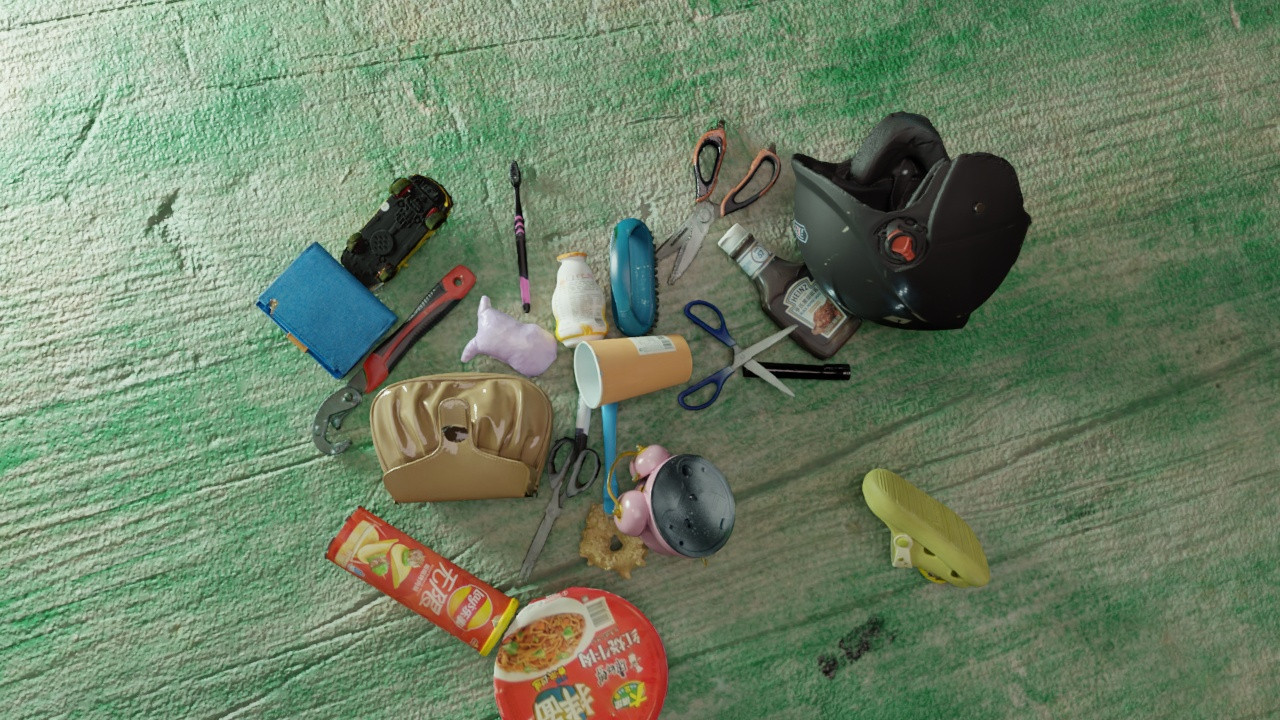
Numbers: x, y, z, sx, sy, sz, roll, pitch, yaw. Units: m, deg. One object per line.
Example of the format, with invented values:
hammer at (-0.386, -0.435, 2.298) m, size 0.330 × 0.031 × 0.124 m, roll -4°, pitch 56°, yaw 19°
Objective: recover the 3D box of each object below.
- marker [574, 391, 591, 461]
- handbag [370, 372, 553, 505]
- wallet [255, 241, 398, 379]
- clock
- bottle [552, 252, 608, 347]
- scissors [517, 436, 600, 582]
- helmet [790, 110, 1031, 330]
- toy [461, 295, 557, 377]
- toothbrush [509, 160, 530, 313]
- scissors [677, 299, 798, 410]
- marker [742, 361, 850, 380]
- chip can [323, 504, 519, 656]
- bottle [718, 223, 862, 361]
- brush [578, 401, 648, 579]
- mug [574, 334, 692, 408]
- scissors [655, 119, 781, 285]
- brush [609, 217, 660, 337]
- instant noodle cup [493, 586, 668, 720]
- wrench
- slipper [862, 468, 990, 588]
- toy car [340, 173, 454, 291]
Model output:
marker at (-0.065, 0.056, 1.091) m, size 0.018 × 0.023 × 0.130 m, roll 10°, pitch 84°, yaw -31°
handbag at (-0.200, 0.087, 1.037) m, size 0.204 × 0.100 × 0.147 m, roll -3°, pitch 87°, yaw -1°
wallet at (-0.365, -0.056, 1.068) m, size 0.133 × 0.040 × 0.106 m, roll 43°, pitch 89°, yaw -3°
clock at (0.030, 0.160, 1.041) m, size 0.158 × 0.060 × 0.117 m, roll 33°, pitch 58°, yaw -22°
bottle at (-0.073, -0.072, 1.082) m, size 0.063 × 0.063 × 0.108 m, roll -8°, pitch 85°, yaw -5°
scissors at (-0.095, 0.177, 1.062) m, size 0.137 × 0.014 × 0.174 m, roll -13°, pitch 73°, yaw 25°
helmet at (0.292, -0.150, 1.034) m, size 0.274 × 0.233 × 0.230 m, roll 6°, pitch 113°, yaw -7°
toy at (-0.151, -0.018, 1.084) m, size 0.108 × 0.039 × 0.084 m, roll 22°, pitch 97°, yaw -6°
toothbrush at (-0.145, -0.151, 1.109) m, size 0.014 × 0.018 × 0.189 m, roll -5°, pitch 86°, yaw -4°
scissors at (0.109, -0.001, 1.099) m, size 0.173 × 0.012 × 0.162 m, roll 39°, pitch 92°, yaw 13°
marker at (0.190, 0.013, 1.114) m, size 0.132 × 0.022 × 0.020 m, roll 2°, pitch 49°, yaw -4°
chip can at (-0.246, 0.248, 1.032) m, size 0.216 × 0.073 × 0.073 m, roll 31°, pitch 82°, yaw 0°
bottle at (0.176, -0.088, 1.114) m, size 0.195 × 0.044 × 0.079 m, roll 44°, pitch 81°, yaw 2°
brush at (-0.033, 0.127, 1.077) m, size 0.083 × 0.046 × 0.254 m, roll -2°, pitch 79°, yaw -1°
mug at (-0.006, 0.006, 1.065) m, size 0.122 × 0.078 × 0.078 m, roll -11°, pitch 84°, yaw -23°
scissors at (0.084, -0.199, 1.133) m, size 0.195 × 0.015 × 0.215 m, roll -9°, pitch 86°, yaw -5°
brush at (-0.011, -0.099, 1.082) m, size 0.055 × 0.073 × 0.143 m, roll -4°, pitch 82°, yaw 20°
instant noodle cup at (-0.067, 0.350, 1.037) m, size 0.194 × 0.066 × 0.193 m, roll 0°, pitch 85°, yaw -4°
wrench at (-0.292, -0.005, 1.082) m, size 0.056 × 0.016 × 0.273 m, roll 38°, pitch 83°, yaw 0°
slipper at (0.324, 0.204, 1.083) m, size 0.190 × 0.091 × 0.082 m, roll 38°, pitch 122°, yaw -9°
toy car at (-0.290, -0.152, 1.083) m, size 0.071 × 0.041 × 0.156 m, roll 43°, pitch 97°, yaw 0°
